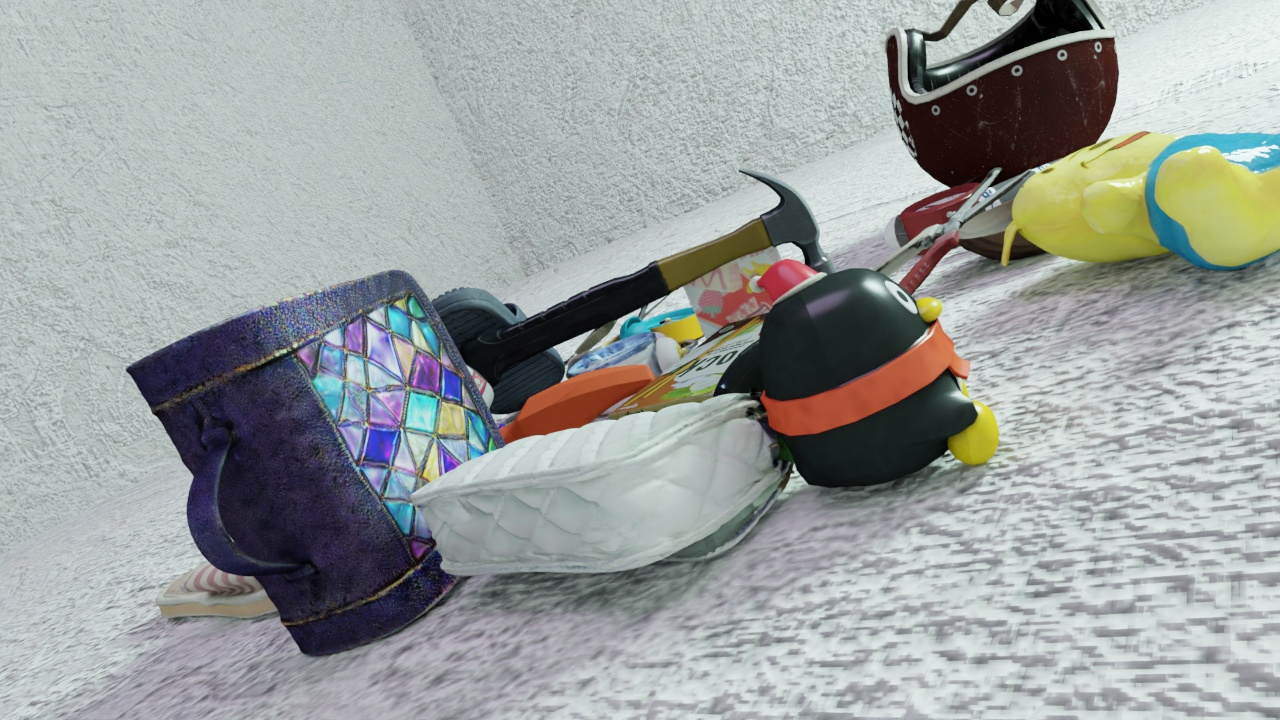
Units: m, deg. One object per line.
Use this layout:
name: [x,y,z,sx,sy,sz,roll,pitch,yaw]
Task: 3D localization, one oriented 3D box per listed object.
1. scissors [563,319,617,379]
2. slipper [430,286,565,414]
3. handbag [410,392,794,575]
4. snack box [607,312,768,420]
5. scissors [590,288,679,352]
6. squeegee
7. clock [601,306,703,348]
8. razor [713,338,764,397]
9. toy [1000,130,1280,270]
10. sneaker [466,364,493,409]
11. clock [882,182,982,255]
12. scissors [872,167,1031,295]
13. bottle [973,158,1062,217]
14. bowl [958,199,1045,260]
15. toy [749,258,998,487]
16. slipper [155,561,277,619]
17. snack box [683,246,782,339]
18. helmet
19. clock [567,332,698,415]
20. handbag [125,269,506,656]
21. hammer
scissors: [-0.070,-0.009,1.051,0.154,0.012,0.163,-51,12,7]
slipper: [-0.151,-0.024,0.923,0.101,0.082,0.264,-27,-24,2]
handbag: [-0.024,0.074,0.513,0.195,0.072,0.138,-14,6,45]
snack box: [0.069,0.008,0.725,0.101,0.031,0.185,-15,14,41]
scissors: [-0.018,-0.036,1.092,0.165,0.014,0.141,-32,-10,4]
squeegee: [-0.073,0.051,0.760,0.185,0.055,0.249,-26,14,9]
clock: [0.019,-0.030,1.006,0.129,0.044,0.099,-17,10,-2]
razor: [0.098,0.002,0.645,0.140,0.053,0.064,-33,2,-35]
toy: [0.321,-0.101,0.569,0.149,0.084,0.214,-19,8,-10]
sneaker: [-0.241,0.110,0.802,0.263,0.097,0.128,-31,32,18]
clock: [0.297,-0.140,0.911,0.087,0.044,0.125,-28,12,-18]
scissors: [0.229,-0.087,0.766,0.199,0.015,0.180,-49,9,-23]
bottle: [0.340,-0.141,0.822,0.112,0.047,0.047,-23,11,11]
bowl: [0.318,-0.109,0.746,0.119,0.032,0.119,-24,11,5]
toy: [0.105,0.002,0.452,0.100,0.119,0.097,-26,10,11]
slipper: [-0.324,0.169,0.758,0.264,0.052,0.114,-16,12,38]
snack box: [0.093,-0.064,0.858,0.093,0.095,0.079,-22,11,7]
helmet: [0.380,-0.306,0.962,0.233,0.253,0.234,-18,-13,5]
clock: [-0.005,0.005,0.853,0.125,0.052,0.089,-25,10,-5]
handbag: [-0.201,0.059,0.591,0.126,0.205,0.221,-21,13,22]
hammer: [-0.004,-0.063,0.808,0.333,0.118,0.025,-23,11,8]
